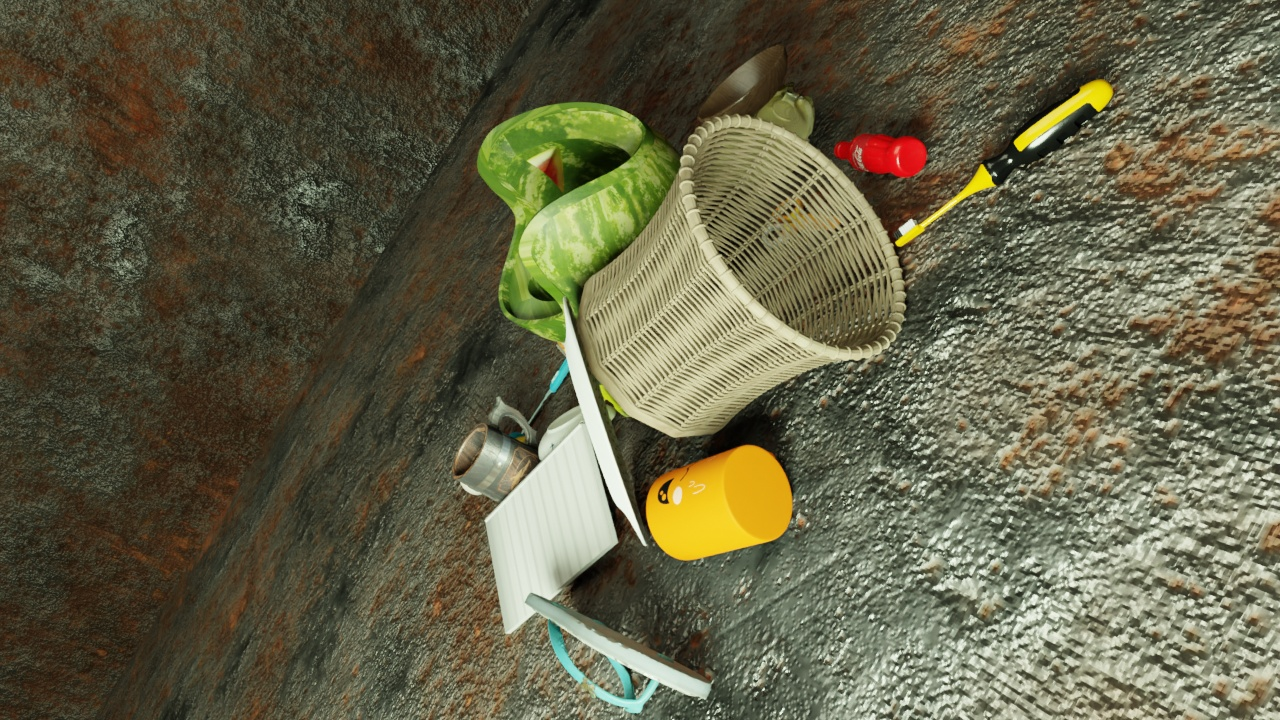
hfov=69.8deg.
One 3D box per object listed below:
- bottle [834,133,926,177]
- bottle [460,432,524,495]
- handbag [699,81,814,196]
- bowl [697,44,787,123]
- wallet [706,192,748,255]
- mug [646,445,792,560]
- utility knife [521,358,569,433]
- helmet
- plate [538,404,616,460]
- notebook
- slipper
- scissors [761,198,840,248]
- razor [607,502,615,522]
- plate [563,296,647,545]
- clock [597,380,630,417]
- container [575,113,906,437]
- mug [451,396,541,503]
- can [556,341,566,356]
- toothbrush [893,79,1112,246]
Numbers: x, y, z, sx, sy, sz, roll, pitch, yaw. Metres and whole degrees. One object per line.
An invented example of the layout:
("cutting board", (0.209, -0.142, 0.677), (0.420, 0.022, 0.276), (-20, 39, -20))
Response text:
("bottle", (0.223, -0.198, 0.876), (0.036, 0.036, 0.119), (-57, 26, 2))
("bottle", (-0.182, 0.129, 1.202), (0.147, 0.051, 0.051), (-36, 34, 37))
("handbag", (0.133, -0.255, 1.054), (0.119, 0.081, 0.111), (-17, 40, 55))
("bowl", (0.116, -0.289, 0.990), (0.118, 0.030, 0.117), (-37, 23, 18))
("wallet", (0.078, -0.144, 1.081), (0.099, 0.031, 0.120), (-64, 21, -9))
("mug", (0.074, 0.111, 0.771), (0.096, 0.077, 0.112), (-27, 8, 46))
("utility knife", (-0.112, 0.029, 1.236), (0.181, 0.015, 0.022), (-57, 23, 7))
("helmet", (-0.046, -0.139, 1.000), (0.243, 0.248, 0.213), (-20, 49, -13))
("plate", (-0.078, 0.076, 1.059), (0.104, 0.026, 0.104), (-31, 12, 7))
("notebook", (-0.102, 0.181, 0.984), (0.210, 0.009, 0.142), (-46, 47, 35))
("slipper", (-0.041, 0.248, 0.779), (0.269, 0.098, 0.054), (0, 60, 61))
("scissors", (0.165, -0.139, 0.940), (0.064, 0.013, 0.128), (-60, 25, -3))
("razor", (-0.073, 0.153, 1.002), (0.151, 0.054, 0.067), (28, 96, 57))
("plate", (-0.039, 0.058, 0.857), (0.016, 0.243, 0.242), (-18, 32, -1))
("clock", (-0.006, 0.006, 1.030), (0.083, 0.057, 0.118), (-24, 35, 49))
("container", (0.074, -0.059, 0.789), (0.197, 0.226, 0.226), (-40, 30, 45))
("mug", (-0.154, 0.116, 1.104), (0.080, 0.107, 0.115), (-18, 47, 53))
("can", (-0.050, -0.045, 1.148), (0.105, 0.067, 0.067), (-52, 27, 13))
("toothbrush", (0.283, -0.152, 0.731), (0.197, 0.031, 0.030), (-40, 63, 35))
